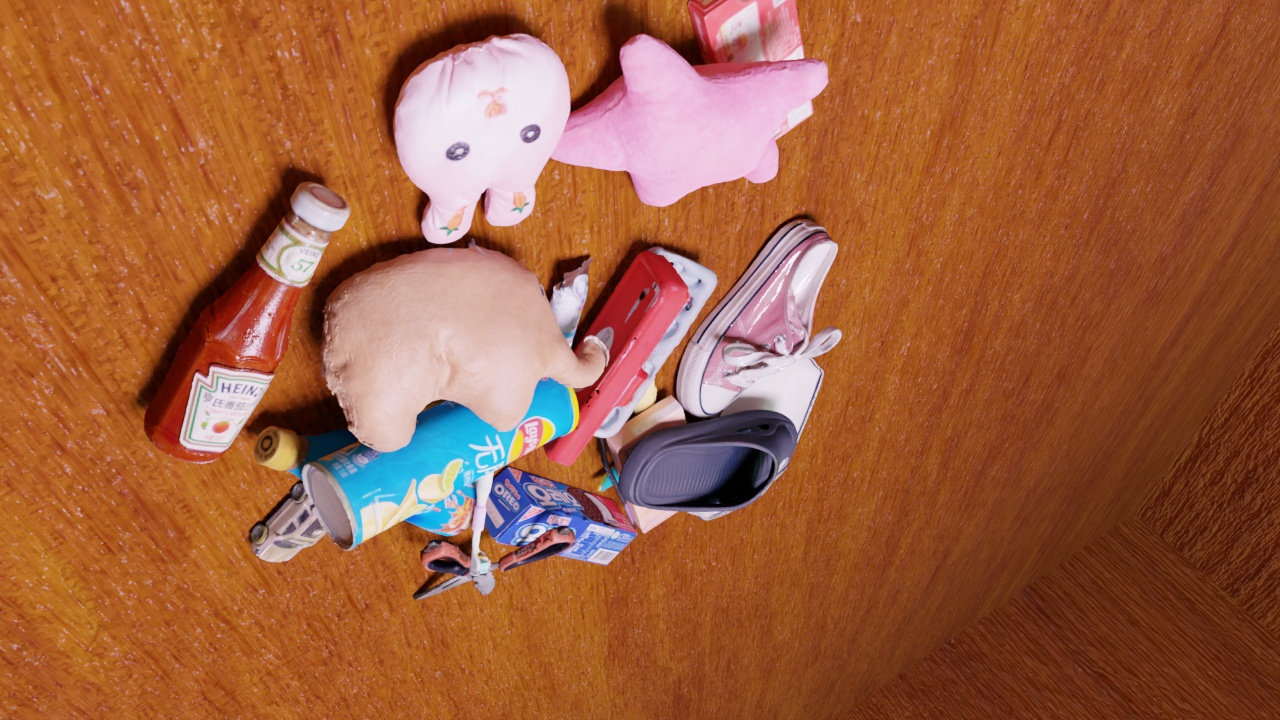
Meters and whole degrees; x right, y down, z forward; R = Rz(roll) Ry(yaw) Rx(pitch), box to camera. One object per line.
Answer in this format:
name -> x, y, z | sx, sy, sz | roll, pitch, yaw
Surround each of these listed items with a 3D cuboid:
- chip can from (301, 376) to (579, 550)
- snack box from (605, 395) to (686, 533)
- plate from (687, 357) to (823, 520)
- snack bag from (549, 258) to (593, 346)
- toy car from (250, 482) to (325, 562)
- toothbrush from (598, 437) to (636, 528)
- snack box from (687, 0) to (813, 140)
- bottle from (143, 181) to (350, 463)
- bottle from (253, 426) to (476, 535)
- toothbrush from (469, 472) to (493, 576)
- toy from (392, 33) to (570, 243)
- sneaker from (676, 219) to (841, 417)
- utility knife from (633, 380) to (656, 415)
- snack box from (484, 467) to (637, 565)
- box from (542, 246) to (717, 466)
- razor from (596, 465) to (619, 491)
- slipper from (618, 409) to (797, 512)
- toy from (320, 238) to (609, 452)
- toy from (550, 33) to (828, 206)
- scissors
chip can -> -0.148, 0.066, 0.712 | 0.209, 0.071, 0.071 | -27, 146, -38
snack box -> 0.018, 0.114, 0.988 | 0.084, 0.026, 0.157 | -31, 138, -15
plate -> 0.128, 0.091, 1.103 | 0.161, 0.034, 0.266 | -19, 141, -28
snack bag -> -0.065, -0.038, 0.778 | 0.045, 0.026, 0.105 | -36, 152, -51
toy car -> -0.285, 0.136, 0.767 | 0.090, 0.035, 0.042 | -42, 145, 8
toothbrush -> -0.033, 0.121, 0.970 | 0.016, 0.014, 0.189 | -23, 130, -4
snack box -> 0.088, -0.230, 0.707 | 0.075, 0.025, 0.153 | -35, 146, -4
bottle -> -0.251, -0.023, 0.592 | 0.059, 0.059, 0.206 | 15, 119, -50
bottle -> -0.218, 0.097, 0.754 | 0.065, 0.065, 0.218 | -46, 146, 9
toothbrush -> -0.132, 0.094, 0.803 | 0.020, 0.029, 0.189 | 7, 97, -1
toy -> -0.103, -0.140, 0.609 | 0.121, 0.054, 0.160 | -22, 150, -23
sneaker -> 0.124, -0.023, 0.921 | 0.118, 0.088, 0.242 | 6, 126, -46
utility knife -> 0.004, 0.000, 0.896 | 0.030, 0.019, 0.179 | -29, 148, -23
snack box -> -0.085, 0.169, 0.970 | 0.057, 0.058, 0.207 | -46, 146, 10
box -> -0.005, 0.005, 0.816 | 0.100, 0.094, 0.201 | 20, 116, -33
razor -> 0.006, 0.112, 1.017 | 0.132, 0.028, 0.043 | -24, 139, -23
slipper -> 0.093, 0.122, 0.978 | 0.267, 0.083, 0.111 | -2, 119, -46
toy -> -0.119, -0.017, 0.677 | 0.225, 0.082, 0.143 | -9, 103, -29
toy -> 0.024, -0.165, 0.674 | 0.194, 0.074, 0.179 | -1, 154, -20
scissors -> -0.152, 0.203, 0.911 | 0.189, 0.015, 0.225 | -13, 155, -1
